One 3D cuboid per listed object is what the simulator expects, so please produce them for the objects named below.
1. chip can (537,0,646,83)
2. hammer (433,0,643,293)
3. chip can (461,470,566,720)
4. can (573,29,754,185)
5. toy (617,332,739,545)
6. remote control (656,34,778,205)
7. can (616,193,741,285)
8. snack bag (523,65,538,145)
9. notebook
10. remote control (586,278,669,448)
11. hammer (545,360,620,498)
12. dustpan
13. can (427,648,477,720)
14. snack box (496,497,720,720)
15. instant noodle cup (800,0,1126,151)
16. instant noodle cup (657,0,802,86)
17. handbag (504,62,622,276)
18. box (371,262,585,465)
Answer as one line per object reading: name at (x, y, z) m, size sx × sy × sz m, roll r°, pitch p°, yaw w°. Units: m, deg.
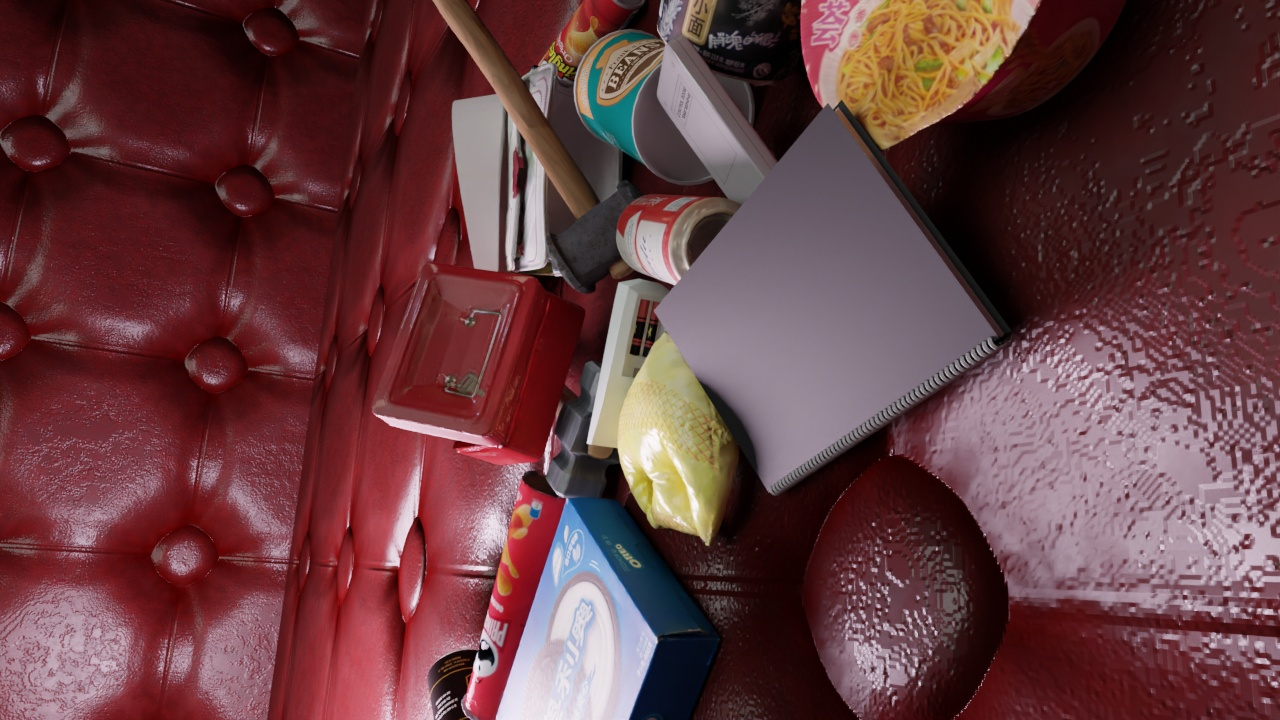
chip can at (-0.066, -0.343, 1.000) m, size 0.215 × 0.051 × 0.051 m, roll -30°, pitch 55°, yaw 56°
hammer at (-0.097, -0.213, 0.826) m, size 0.098 × 0.052 × 0.328 m, roll -35°, pitch 80°, yaw 15°
chip can at (-0.106, 0.224, 0.862) m, size 0.073 × 0.073 × 0.233 m, roll 30°, pitch 107°, yaw 62°
can at (0.015, -0.209, 0.744) m, size 0.144 × 0.099 × 0.099 m, roll 49°, pitch 124°, yaw 57°
toy at (0.023, 0.055, 0.684) m, size 0.171 × 0.064 × 0.155 m, roll 172°, pitch 94°, yaw -69°
remote control at (0.062, -0.142, 0.620) m, size 0.151 × 0.019 × 0.074 m, roll 56°, pitch 170°, yaw 8°
can at (0.030, -0.090, 0.688) m, size 0.170 × 0.067 × 0.067 m, roll -144°, pitch 67°, yaw -70°
snack bag at (-0.103, -0.247, 1.024) m, size 0.075 × 0.018 × 0.155 m, roll -43°, pitch 67°, yaw 48°
notebook at (0.094, -0.022, 0.530) m, size 0.149 × 0.016 × 0.207 m, roll 58°, pitch 144°, yaw 13°
remote control at (-0.005, 0.004, 0.763) m, size 0.024 × 0.049 × 0.143 m, roll 17°, pitch 97°, yaw 64°
hammer at (-0.090, 0.030, 0.928) m, size 0.323 × 0.051 × 0.117 m, roll 35°, pitch 107°, yaw 64°
dustpan at (-0.153, -0.158, 1.011) m, size 0.191 × 0.053 × 0.258 m, roll -107°, pitch 8°, yaw -82°
can at (-0.177, 0.367, 0.950) m, size 0.072 × 0.071 × 0.128 m, roll -66°, pitch 30°, yaw 25°
snack box at (-0.037, 0.258, 0.733) m, size 0.195 × 0.056 × 0.239 m, roll 44°, pitch 120°, yaw 58°
instant noodle cup at (0.165, -0.196, 0.461) m, size 0.179 × 0.077 × 0.178 m, roll -8°, pitch 81°, yaw 62°
instant noodle cup at (0.075, -0.264, 0.626) m, size 0.137 × 0.137 × 0.113 m, roll -107°, pitch 28°, yaw -42°
handbag at (-0.089, -0.185, 0.922) m, size 0.142 × 0.096 × 0.198 m, roll 6°, pitch 95°, yaw 61°
box at (-0.129, 0.014, 0.857) m, size 0.147 × 0.156 × 0.157 m, roll 10°, pitch 71°, yaw 23°
